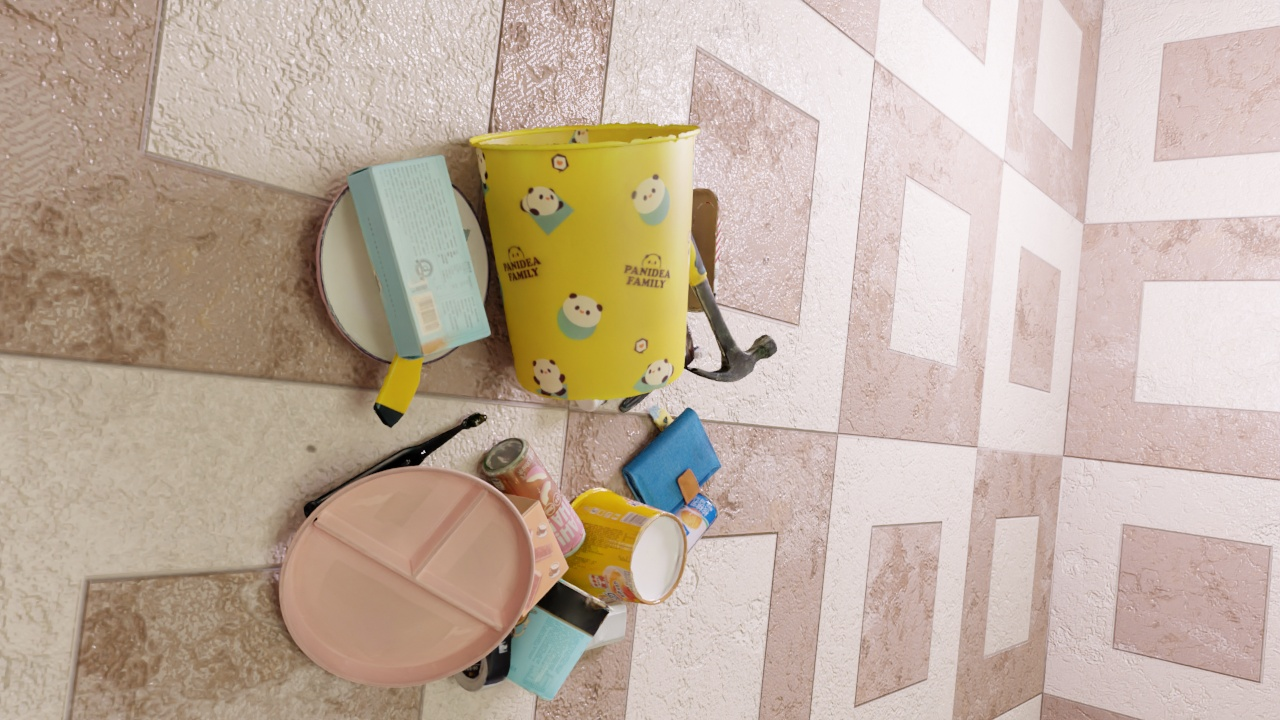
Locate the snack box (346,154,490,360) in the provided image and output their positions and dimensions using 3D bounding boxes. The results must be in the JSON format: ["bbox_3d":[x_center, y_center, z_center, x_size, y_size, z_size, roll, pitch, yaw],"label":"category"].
[{"bbox_3d":[-0.198,-0.093,0.827,0.074,0.052,0.175,-22,104,-41],"label":"snack box"}]

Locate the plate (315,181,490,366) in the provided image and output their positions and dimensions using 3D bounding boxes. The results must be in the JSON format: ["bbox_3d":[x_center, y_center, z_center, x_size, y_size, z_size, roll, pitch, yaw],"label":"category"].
[{"bbox_3d":[-0.229,-0.090,0.878,0.192,0.039,0.192,-5,97,-49],"label":"plate"}]

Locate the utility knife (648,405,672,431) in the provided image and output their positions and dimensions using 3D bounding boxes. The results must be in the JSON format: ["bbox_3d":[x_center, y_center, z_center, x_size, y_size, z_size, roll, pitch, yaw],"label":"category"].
[{"bbox_3d":[0.050,0.113,1.244,0.167,0.018,0.030,51,51,-33],"label":"utility knife"}]

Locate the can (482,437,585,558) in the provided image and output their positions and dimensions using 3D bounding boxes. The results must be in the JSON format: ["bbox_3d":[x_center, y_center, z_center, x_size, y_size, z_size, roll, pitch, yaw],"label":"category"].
[{"bbox_3d":[-0.116,0.154,1.014,0.057,0.058,0.147,-52,129,-33],"label":"can"}]

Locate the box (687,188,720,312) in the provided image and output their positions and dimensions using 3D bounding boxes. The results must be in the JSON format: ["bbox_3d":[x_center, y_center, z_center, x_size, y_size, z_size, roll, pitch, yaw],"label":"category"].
[{"bbox_3d":[0.052,-0.143,1.176,0.087,0.076,0.163,-5,100,-54],"label":"box"}]

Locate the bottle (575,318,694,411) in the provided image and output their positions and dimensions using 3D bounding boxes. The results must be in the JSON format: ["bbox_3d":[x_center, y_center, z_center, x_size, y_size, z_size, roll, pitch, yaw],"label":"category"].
[{"bbox_3d":[-0.007,0.007,1.142,0.194,0.044,0.080,-32,118,-43],"label":"bottle"}]

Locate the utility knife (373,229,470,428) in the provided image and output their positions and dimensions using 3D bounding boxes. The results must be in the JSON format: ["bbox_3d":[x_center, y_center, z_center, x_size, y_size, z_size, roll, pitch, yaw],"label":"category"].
[{"bbox_3d":[-0.204,-0.036,0.866,0.033,0.015,0.208,32,69,-39],"label":"utility knife"}]

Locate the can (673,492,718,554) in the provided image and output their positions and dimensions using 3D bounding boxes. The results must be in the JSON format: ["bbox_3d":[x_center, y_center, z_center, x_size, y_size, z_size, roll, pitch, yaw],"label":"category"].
[{"bbox_3d":[0.047,0.234,1.214,0.134,0.053,0.053,-44,124,-38],"label":"can"}]

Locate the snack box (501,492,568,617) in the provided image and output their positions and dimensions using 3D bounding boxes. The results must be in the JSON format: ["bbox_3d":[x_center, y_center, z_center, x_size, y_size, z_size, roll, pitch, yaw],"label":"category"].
[{"bbox_3d":[-0.145,0.198,0.958,0.076,0.093,0.094,-42,123,-39],"label":"snack box"}]

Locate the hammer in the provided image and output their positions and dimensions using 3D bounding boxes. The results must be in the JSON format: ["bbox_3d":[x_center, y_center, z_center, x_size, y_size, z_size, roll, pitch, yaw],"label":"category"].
[{"bbox_3d":[0.063,-0.116,1.139,0.126,0.032,0.323,-34,110,-23],"label":"hammer"}]

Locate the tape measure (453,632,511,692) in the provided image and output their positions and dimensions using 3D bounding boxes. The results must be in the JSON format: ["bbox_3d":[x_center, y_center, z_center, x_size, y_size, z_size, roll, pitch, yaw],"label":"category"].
[{"bbox_3d":[-0.168,0.311,0.962,0.033,0.066,0.066,6,87,-51],"label":"tape measure"}]

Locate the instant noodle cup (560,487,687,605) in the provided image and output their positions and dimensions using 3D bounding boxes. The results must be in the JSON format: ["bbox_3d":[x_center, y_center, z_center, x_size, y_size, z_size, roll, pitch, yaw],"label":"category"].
[{"bbox_3d":[-0.017,0.227,1.097,0.137,0.110,0.138,-6,98,-50],"label":"instant noodle cup"}]

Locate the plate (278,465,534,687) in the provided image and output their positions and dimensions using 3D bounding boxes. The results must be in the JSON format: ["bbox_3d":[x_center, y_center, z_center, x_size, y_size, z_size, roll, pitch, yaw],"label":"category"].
[{"bbox_3d":[-0.213,0.199,0.852,0.229,0.028,0.230,-7,110,-18],"label":"plate"}]

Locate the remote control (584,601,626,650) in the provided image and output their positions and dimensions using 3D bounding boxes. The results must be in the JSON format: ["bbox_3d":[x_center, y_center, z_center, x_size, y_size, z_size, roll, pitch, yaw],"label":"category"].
[{"bbox_3d":[-0.062,0.328,1.120,0.124,0.024,0.049,4,90,-49],"label":"remote control"}]

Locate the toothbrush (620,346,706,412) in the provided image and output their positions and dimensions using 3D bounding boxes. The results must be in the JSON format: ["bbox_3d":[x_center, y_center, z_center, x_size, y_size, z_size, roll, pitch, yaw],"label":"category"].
[{"bbox_3d":[0.032,0.024,1.210,0.180,0.018,0.016,-35,123,-41],"label":"toothbrush"}]

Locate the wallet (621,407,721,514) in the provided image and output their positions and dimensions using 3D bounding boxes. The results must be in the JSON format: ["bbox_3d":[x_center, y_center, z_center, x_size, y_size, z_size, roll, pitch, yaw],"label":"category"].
[{"bbox_3d":[0.043,0.142,1.206,0.132,0.040,0.106,-41,122,-26],"label":"wallet"}]

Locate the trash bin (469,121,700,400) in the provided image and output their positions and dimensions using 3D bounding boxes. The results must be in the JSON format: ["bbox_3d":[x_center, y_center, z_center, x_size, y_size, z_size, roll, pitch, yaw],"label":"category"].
[{"bbox_3d":[-0.048,-0.108,0.954,0.228,0.230,0.255,-24,117,-46],"label":"trash bin"}]

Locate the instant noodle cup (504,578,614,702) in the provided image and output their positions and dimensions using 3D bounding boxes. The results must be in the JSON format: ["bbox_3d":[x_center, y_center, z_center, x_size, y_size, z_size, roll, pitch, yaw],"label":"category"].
[{"bbox_3d":[-0.105,0.303,1.012,0.111,0.111,0.120,44,68,-42],"label":"instant noodle cup"}]

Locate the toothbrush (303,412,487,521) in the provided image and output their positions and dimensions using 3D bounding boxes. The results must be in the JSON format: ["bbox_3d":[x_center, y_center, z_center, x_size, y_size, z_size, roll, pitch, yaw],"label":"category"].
[{"bbox_3d":[-0.231,0.100,0.900,0.212,0.027,0.026,-32,110,-43],"label":"toothbrush"}]
